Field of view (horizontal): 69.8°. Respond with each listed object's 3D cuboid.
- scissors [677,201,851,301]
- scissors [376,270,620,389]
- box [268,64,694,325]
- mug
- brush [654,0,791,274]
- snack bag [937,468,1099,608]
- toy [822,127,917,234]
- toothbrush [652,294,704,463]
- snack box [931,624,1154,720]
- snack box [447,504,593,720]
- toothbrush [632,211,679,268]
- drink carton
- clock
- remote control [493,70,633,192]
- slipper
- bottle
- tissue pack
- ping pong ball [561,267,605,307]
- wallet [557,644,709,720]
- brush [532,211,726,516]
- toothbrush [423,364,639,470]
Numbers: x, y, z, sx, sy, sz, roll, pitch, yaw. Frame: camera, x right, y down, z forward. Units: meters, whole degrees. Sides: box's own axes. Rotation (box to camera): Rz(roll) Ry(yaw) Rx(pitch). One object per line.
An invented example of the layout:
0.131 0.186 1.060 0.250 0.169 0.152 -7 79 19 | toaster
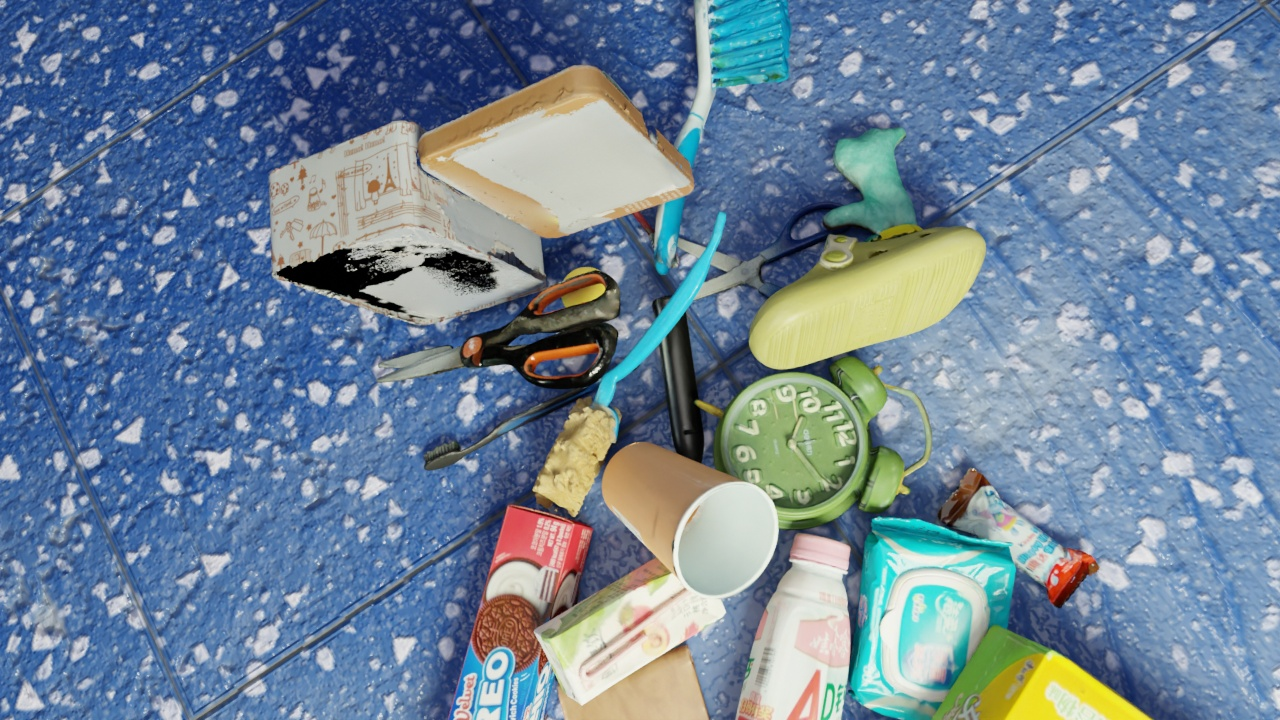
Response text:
0.097 -0.068 0.717 0.162 0.012 0.174 -44 73 0 | scissors
-0.116 0.001 0.694 0.235 0.021 0.148 -30 50 13 | scissors
-0.106 -0.110 0.647 0.260 0.176 0.082 -16 75 21 | box
0.026 0.101 0.624 0.078 0.078 0.123 -57 31 -6 | mug
0.065 -0.218 0.728 0.109 0.060 0.314 -4 71 15 | brush
0.261 0.123 0.636 0.105 0.026 0.045 38 93 18 | snack bag
0.177 -0.134 0.704 0.096 0.030 0.092 -16 76 -14 | toy
0.036 0.055 0.689 0.026 0.027 0.212 -4 78 -22 | toothbrush
0.268 0.284 0.548 0.210 0.070 0.157 35 85 -1 | snack box
-0.091 0.212 0.659 0.057 0.058 0.207 12 79 15 | snack box
-0.026 -0.149 0.735 0.016 0.017 0.187 -36 80 -1 | toothbrush
-0.006 0.180 0.631 0.122 0.046 0.053 -26 95 -23 | drink carton
0.126 0.059 0.659 0.161 0.056 0.116 -12 76 7 | clock
-0.067 -0.181 0.766 0.135 0.019 0.056 -37 74 0 | remote control
0.153 -0.059 0.651 0.190 0.092 0.081 -20 59 -16 | slipper
0.105 0.218 0.622 0.068 0.068 0.196 12 76 12 | bottle
0.193 0.174 0.614 0.093 0.050 0.133 7 90 10 | tissue pack
-0.042 -0.053 0.721 0.040 0.040 0.040 -2 77 9 | ping pong ball
0.003 0.272 0.650 0.101 0.020 0.115 -17 78 4 | wallet
-0.004 0.004 0.669 0.046 0.083 0.254 33 92 5 | brush
-0.087 0.041 0.722 0.189 0.014 0.016 -26 50 2 | toothbrush
